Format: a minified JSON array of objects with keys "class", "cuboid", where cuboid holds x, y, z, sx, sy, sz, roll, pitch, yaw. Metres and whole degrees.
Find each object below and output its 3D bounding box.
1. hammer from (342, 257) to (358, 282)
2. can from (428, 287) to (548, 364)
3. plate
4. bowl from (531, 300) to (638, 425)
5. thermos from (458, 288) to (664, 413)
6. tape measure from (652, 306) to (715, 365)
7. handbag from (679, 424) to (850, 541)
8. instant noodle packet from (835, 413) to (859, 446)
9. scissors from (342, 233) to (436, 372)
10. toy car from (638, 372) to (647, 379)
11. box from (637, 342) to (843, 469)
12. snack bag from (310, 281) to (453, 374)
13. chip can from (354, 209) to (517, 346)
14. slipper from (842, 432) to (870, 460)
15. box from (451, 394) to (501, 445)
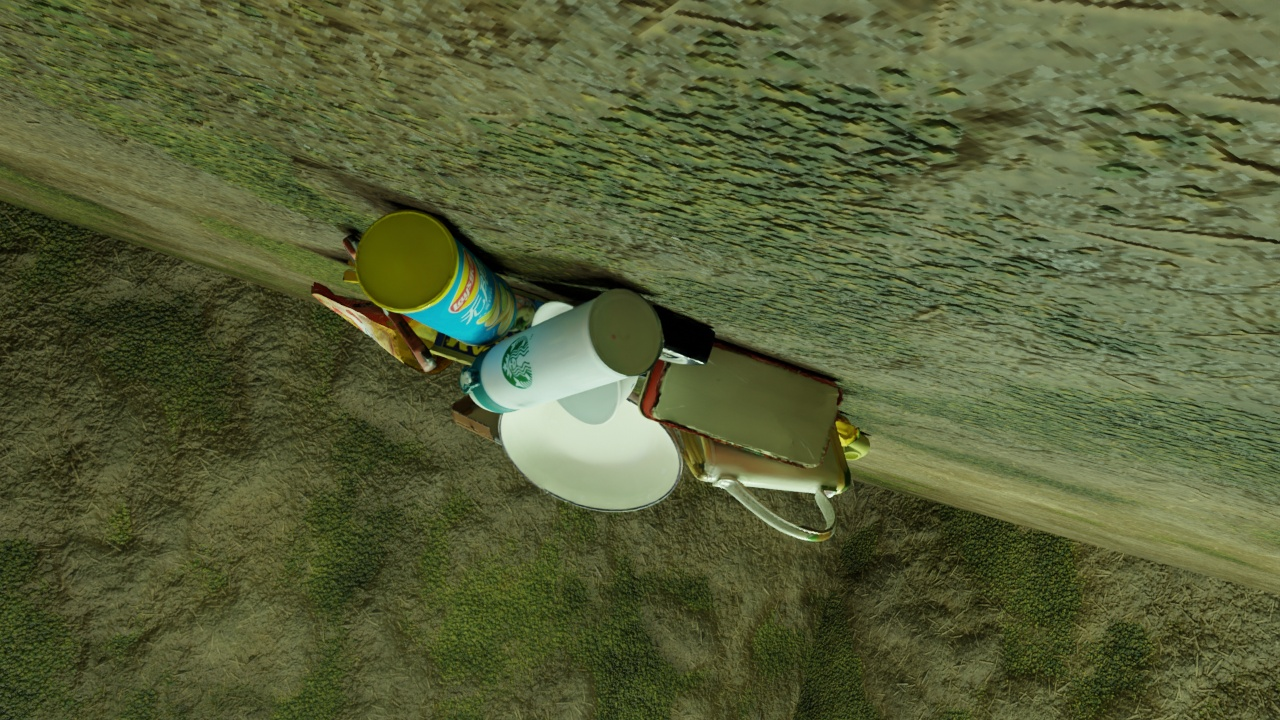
[{"class":"hammer","cuboid":[-0.294,-0.084,1.154,0.128,0.033,0.301,19,175,-10]},{"class":"can","cuboid":[-0.147,-0.032,0.910,0.102,0.083,0.057,17,176,0]},{"class":"plate","cuboid":[-0.049,0.079,0.936,0.192,0.038,0.193,10,134,10]},{"class":"bowl","cuboid":[-0.037,-0.008,0.820,0.064,0.118,0.118,-27,-154,-36]},{"class":"thermos","cuboid":[-0.076,0.000,0.755,0.073,0.073,0.225,20,158,-31]},{"class":"tape measure","cuboid":[0.019,-0.021,0.758,0.065,0.033,0.066,22,171,-30]},{"class":"handbag","cuboid":[0.124,0.103,0.909,0.163,0.178,0.063,9,134,-19]},{"class":"instant noodle packet","cuboid":[0.189,0.071,1.127,0.110,0.044,0.128,13,-177,-41]},{"class":"scissors","cuboid":[-0.255,-0.059,0.915,0.189,0.015,0.225,55,166,8]},{"class":"toy car","cuboid":[-0.007,0.007,1.133,0.091,0.036,0.043,18,174,7]},{"class":"box","cuboid":[0.092,0.039,0.829,0.168,0.091,0.078,18,178,-11]},{"class":"snack bag","cuboid":[-0.310,-0.047,1.131,0.128,0.073,0.208,21,-179,-45]},{"class":"chip can","cuboid":[-0.152,-0.056,0.723,0.071,0.071,0.210,17,175,6]},{"class":"slipper","cuboid":[0.240,0.124,1.292,0.190,0.081,0.092,15,160,-23]},{"class":"box","cuboid":[-0.123,0.033,1.071,0.182,0.166,0.150,14,174,37]}]
